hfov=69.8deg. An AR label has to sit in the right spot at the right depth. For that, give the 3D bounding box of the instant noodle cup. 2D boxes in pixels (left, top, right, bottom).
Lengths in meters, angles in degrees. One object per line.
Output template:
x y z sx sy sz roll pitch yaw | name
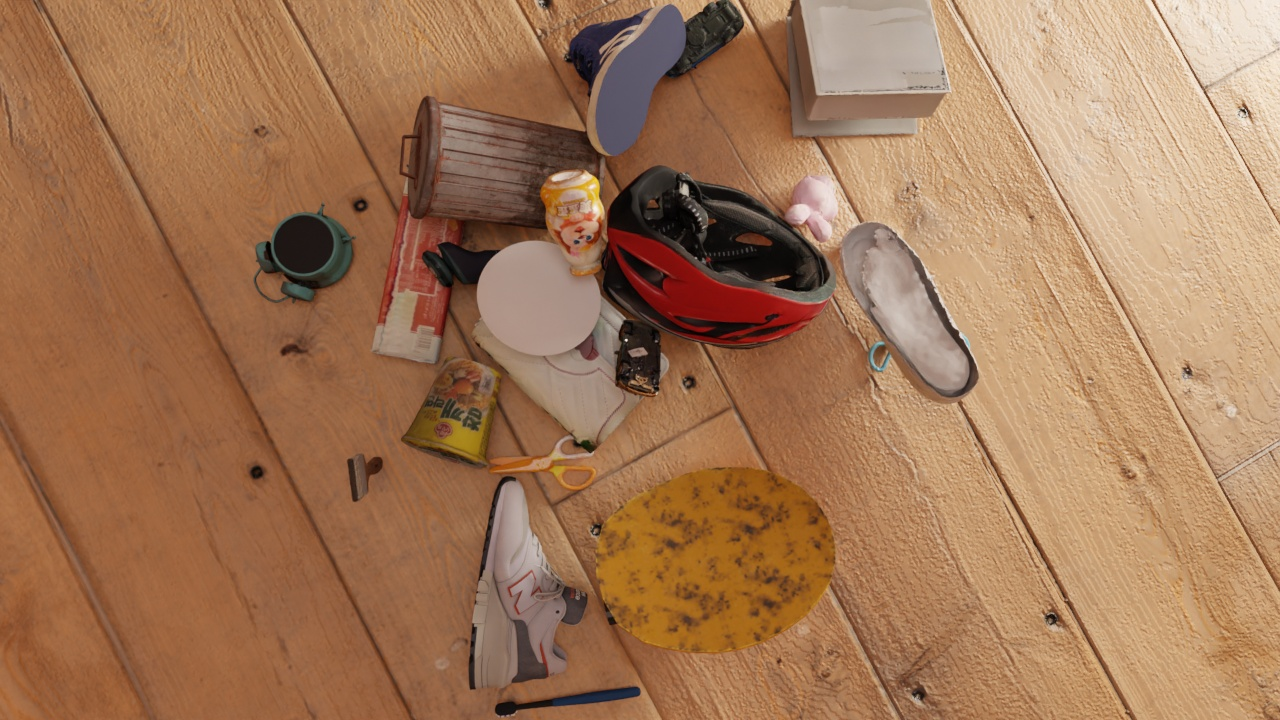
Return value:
-0.205 0.058 1.041 0.102 0.102 0.108 17 74 -3 | instant noodle cup

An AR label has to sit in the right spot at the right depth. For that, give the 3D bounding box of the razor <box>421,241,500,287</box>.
-0.180 -0.113 1.063 0.142 0.047 0.052 -7 118 -31 | razor

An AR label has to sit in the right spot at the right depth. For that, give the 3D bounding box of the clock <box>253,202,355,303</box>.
-0.393 -0.119 1.059 0.124 0.053 0.090 -44 89 -5 | clock

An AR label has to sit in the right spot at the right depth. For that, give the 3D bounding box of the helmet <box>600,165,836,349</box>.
0.086 -0.107 1.030 0.272 0.217 0.167 14 128 -14 | helmet

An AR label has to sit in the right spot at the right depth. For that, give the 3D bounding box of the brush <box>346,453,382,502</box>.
-0.297 0.118 0.997 0.008 0.143 0.045 -7 93 -5 | brush

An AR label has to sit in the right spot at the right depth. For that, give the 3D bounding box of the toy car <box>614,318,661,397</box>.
-0.006 0.006 0.989 0.047 0.047 0.111 19 42 -15 | toy car

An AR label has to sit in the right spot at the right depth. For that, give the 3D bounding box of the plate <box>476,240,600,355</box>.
-0.111 -0.067 1.000 0.134 0.011 0.134 4 70 -12 | plate

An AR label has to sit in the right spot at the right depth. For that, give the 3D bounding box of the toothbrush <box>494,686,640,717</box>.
-0.082 0.391 1.052 0.167 0.014 0.014 -4 51 -8 | toothbrush

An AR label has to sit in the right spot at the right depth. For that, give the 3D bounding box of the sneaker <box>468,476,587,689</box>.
-0.121 0.255 1.035 0.124 0.089 0.240 9 92 -9 | sneaker

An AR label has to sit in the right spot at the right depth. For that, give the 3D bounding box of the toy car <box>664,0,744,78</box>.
0.072 -0.394 1.131 0.120 0.043 0.056 -35 88 -5 | toy car

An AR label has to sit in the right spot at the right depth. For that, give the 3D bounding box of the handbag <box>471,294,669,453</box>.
-0.080 -0.009 1.053 0.198 0.096 0.142 42 81 0 | handbag

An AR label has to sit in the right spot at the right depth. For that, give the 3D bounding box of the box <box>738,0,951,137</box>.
0.259 -0.356 1.265 0.169 0.404 0.171 -2 84 -5 | box

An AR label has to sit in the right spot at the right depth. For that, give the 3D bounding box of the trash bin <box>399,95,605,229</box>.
-0.160 -0.213 1.023 0.211 0.131 0.130 4 83 -23 | trash bin

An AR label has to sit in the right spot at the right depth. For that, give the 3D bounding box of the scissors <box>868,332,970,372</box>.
0.338 -0.030 1.136 0.135 0.015 0.135 37 79 6 | scissors

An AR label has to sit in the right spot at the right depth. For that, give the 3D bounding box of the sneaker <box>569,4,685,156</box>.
-0.047 -0.323 1.053 0.119 0.091 0.232 5 55 33 | sneaker

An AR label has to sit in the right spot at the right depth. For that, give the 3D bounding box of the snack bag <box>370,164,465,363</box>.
-0.256 -0.111 1.077 0.077 0.041 0.225 10 82 -5 | snack bag

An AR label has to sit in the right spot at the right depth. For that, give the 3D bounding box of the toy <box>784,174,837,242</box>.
0.207 -0.184 1.109 0.063 0.047 0.109 40 40 -12 | toy

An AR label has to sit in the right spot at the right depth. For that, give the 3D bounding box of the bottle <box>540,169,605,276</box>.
-0.068 -0.146 0.978 0.063 0.063 0.108 -14 116 -6 | bottle

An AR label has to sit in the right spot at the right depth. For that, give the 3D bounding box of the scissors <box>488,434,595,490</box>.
-0.117 0.116 1.079 0.130 0.013 0.070 4 83 -6 | scissors

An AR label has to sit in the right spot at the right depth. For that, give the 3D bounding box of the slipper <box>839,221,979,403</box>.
0.318 -0.059 1.095 0.112 0.075 0.246 -22 72 -14 | slipper

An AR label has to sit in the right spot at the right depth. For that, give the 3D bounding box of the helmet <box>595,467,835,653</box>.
0.085 0.240 1.023 0.255 0.131 0.205 -11 54 0 | helmet
